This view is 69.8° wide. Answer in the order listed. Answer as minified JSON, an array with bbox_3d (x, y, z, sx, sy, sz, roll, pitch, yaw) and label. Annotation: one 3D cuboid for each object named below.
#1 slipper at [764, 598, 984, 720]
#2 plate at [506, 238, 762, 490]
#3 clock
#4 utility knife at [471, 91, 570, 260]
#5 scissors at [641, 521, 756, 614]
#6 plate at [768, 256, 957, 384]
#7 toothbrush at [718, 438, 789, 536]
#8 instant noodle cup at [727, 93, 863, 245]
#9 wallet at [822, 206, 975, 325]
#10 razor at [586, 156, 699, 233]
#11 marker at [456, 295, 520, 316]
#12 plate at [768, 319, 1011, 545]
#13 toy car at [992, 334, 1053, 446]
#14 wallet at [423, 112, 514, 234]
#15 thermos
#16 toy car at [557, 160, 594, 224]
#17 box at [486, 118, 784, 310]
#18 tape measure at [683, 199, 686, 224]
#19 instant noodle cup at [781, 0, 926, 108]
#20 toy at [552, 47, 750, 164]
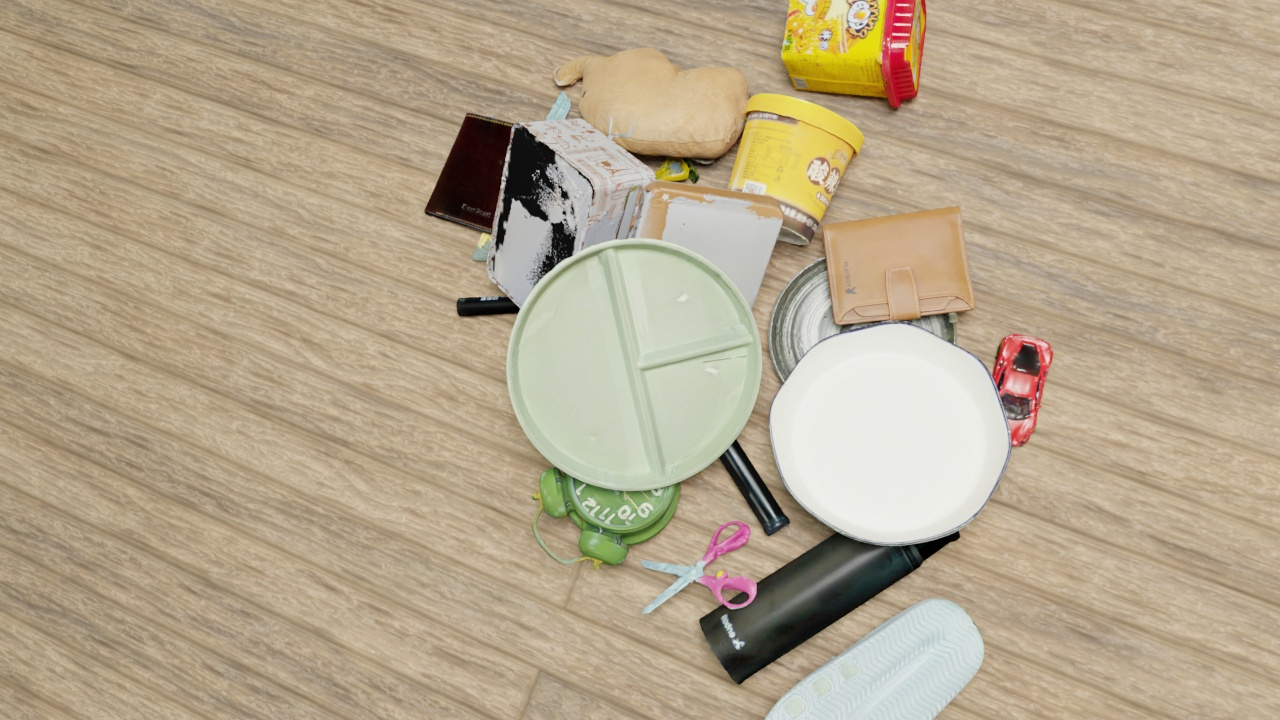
[{"bbox_3d":[0.200,0.305,0.817,0.245,0.074,0.104,-36,74,-14],"label":"slipper"},{"bbox_3d":[-0.005,0.005,0.824,0.230,0.027,0.230,-1,102,-6],"label":"plate"},{"bbox_3d":[-0.031,0.128,0.879,0.161,0.056,0.116,-41,76,-13],"label":"clock"},{"bbox_3d":[-0.125,-0.197,0.994,0.031,0.021,0.208,26,81,9],"label":"utility knife"},{"bbox_3d":[0.058,0.195,0.869,0.134,0.017,0.131,2,46,37],"label":"scissors"},{"bbox_3d":[0.215,-0.020,0.895,0.179,0.024,0.179,-2,78,10],"label":"plate"},{"bbox_3d":[0.079,0.074,0.901,0.027,0.026,0.212,-35,75,16],"label":"toothbrush"},{"bbox_3d":[0.141,-0.182,0.893,0.118,0.118,0.114,22,92,13],"label":"instant noodle cup"},{"bbox_3d":[0.245,-0.082,0.875,0.131,0.035,0.119,-7,72,9],"label":"wallet"},{"bbox_3d":[-0.003,-0.171,0.960,0.132,0.028,0.043,-35,80,5],"label":"razor"},{"bbox_3d":[-0.129,-0.058,0.966,0.132,0.020,0.022,-2,95,9],"label":"marker"},{"bbox_3d":[0.221,0.067,0.822,0.205,0.045,0.204,-6,64,12],"label":"plate"},{"bbox_3d":[0.352,0.028,0.858,0.049,0.031,0.106,16,85,14],"label":"toy car"},{"bbox_3d":[-0.172,-0.203,0.993,0.096,0.020,0.122,20,86,24],"label":"wallet"},{"bbox_3d":[0.169,0.196,0.849,0.242,0.068,0.090,-34,46,1],"label":"thermos"},{"bbox_3d":[-0.061,-0.198,0.970,0.054,0.037,0.120,26,77,14],"label":"toy car"},{"bbox_3d":[-0.016,-0.104,0.864,0.271,0.132,0.180,23,126,9],"label":"box"},{"bbox_3d":[0.054,-0.146,0.944,0.058,0.025,0.054,39,89,13],"label":"tape measure"},{"bbox_3d":[0.212,-0.319,0.909,0.124,0.116,0.116,6,81,23],"label":"instant noodle cup"},{"bbox_3d":[0.000,-0.270,0.945,0.226,0.083,0.143,18,47,14],"label":"toy"}]
